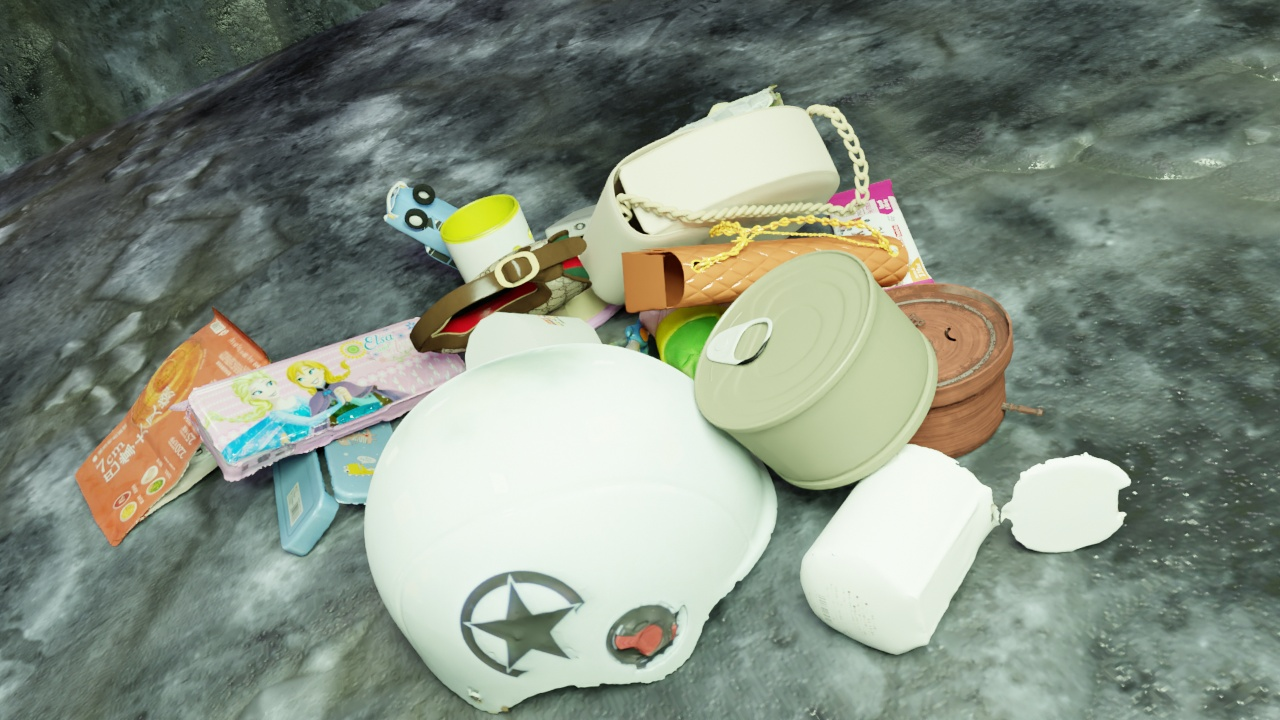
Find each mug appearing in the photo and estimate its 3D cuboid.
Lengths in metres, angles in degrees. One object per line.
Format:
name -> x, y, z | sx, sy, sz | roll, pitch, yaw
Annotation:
mug -> -0.074, 0.007, 0.746 | 0.105, 0.073, 0.089 | 35, 18, 27
mug -> -0.142, -0.101, 0.925 | 0.083, 0.106, 0.082 | -14, 36, 11

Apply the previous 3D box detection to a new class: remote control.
remote control -> -0.048, -0.150, 0.976 | 0.074, 0.019, 0.150 | -13, 14, 13

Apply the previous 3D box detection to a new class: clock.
clock -> 0.177, 0.014, 0.627 | 0.158, 0.072, 0.120 | -15, 35, 9

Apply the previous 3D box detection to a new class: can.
can -> 0.104, 0.006, 0.553 | 0.128, 0.073, 0.127 | -35, 32, 26

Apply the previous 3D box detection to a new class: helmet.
helmet -> -0.054, 0.077, 0.593 | 0.264, 0.164, 0.236 | -19, 36, 4

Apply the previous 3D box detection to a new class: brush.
brush -> -0.089, -0.042, 0.872 | 0.089, 0.043, 0.228 | 18, 51, 43

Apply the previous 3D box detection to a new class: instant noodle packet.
instant noodle packet -> -0.462, 0.066, 0.918 | 0.220, 0.084, 0.164 | -46, 45, -17

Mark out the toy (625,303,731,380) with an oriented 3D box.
toy -> 0.046, -0.019, 0.716 | 0.124, 0.097, 0.131 | 16, 54, -11

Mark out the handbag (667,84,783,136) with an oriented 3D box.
handbag -> 0.071, -0.195, 0.935 | 0.171, 0.112, 0.123 | -27, 26, -7

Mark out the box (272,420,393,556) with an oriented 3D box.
box -> -0.277, 0.076, 0.814 | 0.120, 0.049, 0.209 | -29, 37, -8

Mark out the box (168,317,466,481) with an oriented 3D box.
box -> -0.289, 0.013, 0.818 | 0.159, 0.066, 0.229 | 28, 37, 36

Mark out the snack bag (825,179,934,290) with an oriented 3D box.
snack bag -> 0.209, -0.110, 0.825 | 0.070, 0.016, 0.196 | -15, 35, 13

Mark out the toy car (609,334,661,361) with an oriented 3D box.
toy car -> -0.004, 0.004, 0.748 | 0.105, 0.048, 0.033 | -30, -12, -48

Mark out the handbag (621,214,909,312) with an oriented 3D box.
handbag -> 0.086, -0.070, 0.651 | 0.171, 0.060, 0.109 | -7, 7, -22

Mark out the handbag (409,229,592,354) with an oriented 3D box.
handbag -> -0.117, -0.052, 0.761 | 0.167, 0.063, 0.138 | -26, 3, 33

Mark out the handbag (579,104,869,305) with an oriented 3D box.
handbag -> 0.060, -0.121, 0.774 | 0.208, 0.103, 0.211 | -21, -10, -18

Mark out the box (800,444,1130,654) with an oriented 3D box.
box -> 0.179, 0.102, 0.507 | 0.144, 0.083, 0.136 | 7, 43, 43

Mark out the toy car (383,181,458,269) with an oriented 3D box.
toy car -> -0.205, -0.136, 0.990 | 0.055, 0.153, 0.056 | -45, 30, 37
